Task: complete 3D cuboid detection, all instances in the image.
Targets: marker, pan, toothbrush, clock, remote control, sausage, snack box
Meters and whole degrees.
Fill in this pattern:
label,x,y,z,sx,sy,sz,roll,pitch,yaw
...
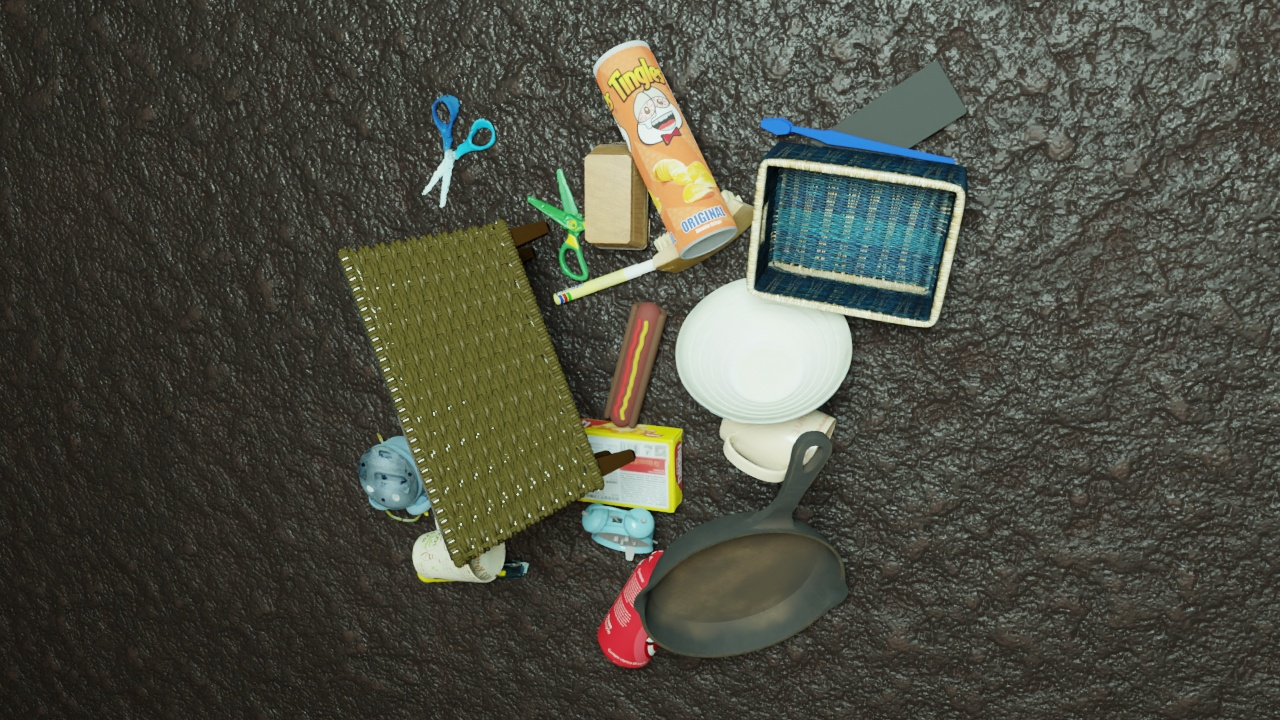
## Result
label,x,y,z,sx,sy,sz,roll,pitch,yaw
marker,-0.038,-0.088,1.026,0.133,0.014,0.014,-17,101,25
pan,0.123,0.196,0.973,0.248,0.043,0.357,3,130,-16
toothbrush,0.205,-0.209,0.878,0.187,0.011,0.017,16,114,16
clock,-0.024,0.196,1.072,0.087,0.041,0.123,4,152,19
clock,-0.314,0.156,1.192,0.089,0.051,0.125,6,111,17
remote control,0.237,-0.224,0.878,0.134,0.013,0.058,-29,96,26
sausage,-0.006,0.006,1.033,0.040,0.040,0.156,21,114,13
snack box,-0.050,0.120,1.087,0.201,0.042,0.092,4,109,19

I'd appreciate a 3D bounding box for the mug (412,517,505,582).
label,x,y,z,sx,sy,sz,roll,pitch,yaw
mug,-0.240,0.228,1.185,0.097,0.081,0.122,-12,81,28

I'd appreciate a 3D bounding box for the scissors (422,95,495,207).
label,x,y,z,sx,sy,sz,roll,pitch,yaw
scissors,-0.225,-0.240,1.046,0.086,0.015,0.135,42,121,-2

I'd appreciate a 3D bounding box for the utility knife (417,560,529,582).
label,x,y,z,sx,sy,sz,roll,pitch,yaw
utility knife,-0.221,0.278,1.219,0.171,0.020,0.029,-8,107,21

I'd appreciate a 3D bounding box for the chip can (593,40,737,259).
label,x,y,z,sx,sy,sz,roll,pitch,yaw
chip can,0.024,-0.207,0.905,0.062,0.062,0.210,-29,80,26

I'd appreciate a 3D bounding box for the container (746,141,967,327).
label,x,y,z,sx,sy,sz,roll,pitch,yaw
container,0.205,-0.124,0.882,0.187,0.071,0.145,12,121,16

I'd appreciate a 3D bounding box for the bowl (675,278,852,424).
label,x,y,z,sx,sy,sz,roll,pitch,yaw
bowl,0.128,0.000,0.946,0.177,0.176,0.058,8,151,18

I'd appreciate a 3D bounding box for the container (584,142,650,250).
label,x,y,z,sx,sy,sz,roll,pitch,yaw
container,-0.026,-0.170,0.960,0.063,0.061,0.114,4,103,13

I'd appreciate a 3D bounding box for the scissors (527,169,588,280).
label,x,y,z,sx,sy,sz,roll,pitch,yaw
scissors,-0.066,-0.153,1.015,0.120,0.012,0.129,-9,104,21

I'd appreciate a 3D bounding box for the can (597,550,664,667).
label,x,y,z,sx,sy,sz,roll,pitch,yaw
can,0.006,0.303,1.111,0.074,0.074,0.143,32,116,7

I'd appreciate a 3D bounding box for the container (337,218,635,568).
label,x,y,z,sx,sy,sz,roll,pitch,yaw
container,-0.157,0.020,0.963,0.204,0.177,0.321,-21,89,-15

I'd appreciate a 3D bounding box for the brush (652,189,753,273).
label,x,y,z,sx,sy,sz,roll,pitch,yaw
brush,0.065,-0.134,0.955,0.117,0.049,0.039,-32,72,27

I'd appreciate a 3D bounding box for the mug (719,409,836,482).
label,x,y,z,sx,sy,sz,roll,pitch,yaw
mug,0.136,0.084,0.969,0.104,0.111,0.085,27,130,19
